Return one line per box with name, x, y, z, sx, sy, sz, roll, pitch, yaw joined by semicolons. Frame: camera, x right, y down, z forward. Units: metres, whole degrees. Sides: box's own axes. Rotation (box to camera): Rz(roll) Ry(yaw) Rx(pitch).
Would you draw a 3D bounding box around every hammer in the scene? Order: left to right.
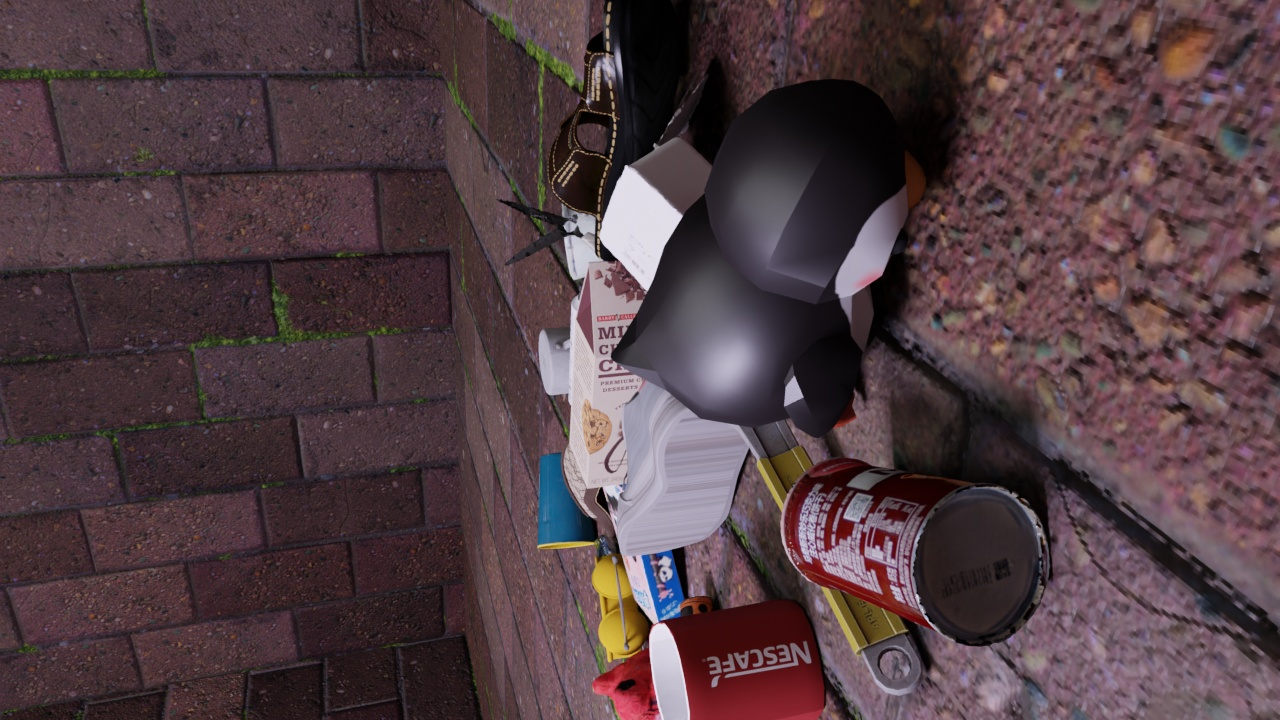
hammer;0.066;0.332;0.705;0.035;0.137;0.313;104;168;-48

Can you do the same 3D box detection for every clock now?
clock;-0.023;0.267;1.001;0.152;0.052;0.113;98;164;-72

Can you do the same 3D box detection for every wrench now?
wrench;0.092;0.077;0.566;0.018;0.083;0.273;63;-178;-55

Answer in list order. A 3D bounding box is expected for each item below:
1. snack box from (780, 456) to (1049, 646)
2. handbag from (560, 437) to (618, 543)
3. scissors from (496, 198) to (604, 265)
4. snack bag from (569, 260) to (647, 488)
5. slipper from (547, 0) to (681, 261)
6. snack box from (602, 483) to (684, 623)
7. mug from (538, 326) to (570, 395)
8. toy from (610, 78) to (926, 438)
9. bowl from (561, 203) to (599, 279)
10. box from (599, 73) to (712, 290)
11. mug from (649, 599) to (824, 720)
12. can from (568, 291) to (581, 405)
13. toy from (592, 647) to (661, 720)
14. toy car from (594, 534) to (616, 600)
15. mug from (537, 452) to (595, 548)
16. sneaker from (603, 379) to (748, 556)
snack box;0.126;0.087;0.442;0.121;0.072;0.072;175;89;-72
handbag;-0.028;0.135;1.009;0.138;0.063;0.167;60;151;17
scissors;-0.048;-0.130;0.860;0.157;0.171;0.013;-59;2;-13
snack bag;-0.005;0.005;0.806;0.070;0.094;0.207;-119;29;-54
slipper;-0.025;-0.188;0.743;0.112;0.076;0.268;-58;-14;-34
snack box;0.002;0.178;0.895;0.088;0.033;0.154;-158;52;-72
mug;-0.078;-0.008;1.088;0.113;0.070;0.084;114;146;-62
toy;0.065;-0.057;0.474;0.184;0.140;0.159;107;153;-50
bowl;-0.044;-0.142;0.924;0.117;0.061;0.117;2;-95;-88
box;0.034;-0.137;0.699;0.151;0.131;0.107;48;153;9
mug;0.068;0.231;0.633;0.081;0.096;0.116;129;133;-67
can;-0.039;-0.005;0.957;0.070;0.070;0.132;-122;31;-56
toy;0.006;0.344;0.926;0.133;0.088;0.094;-167;55;-85
toy car;-0.040;0.254;1.115;0.038;0.027;0.090;-127;36;-56
mug;-0.103;0.187;1.229;0.078;0.078;0.121;133;134;-68
sneaker;0.023;0.071;0.737;0.237;0.099;0.089;108;154;-48
